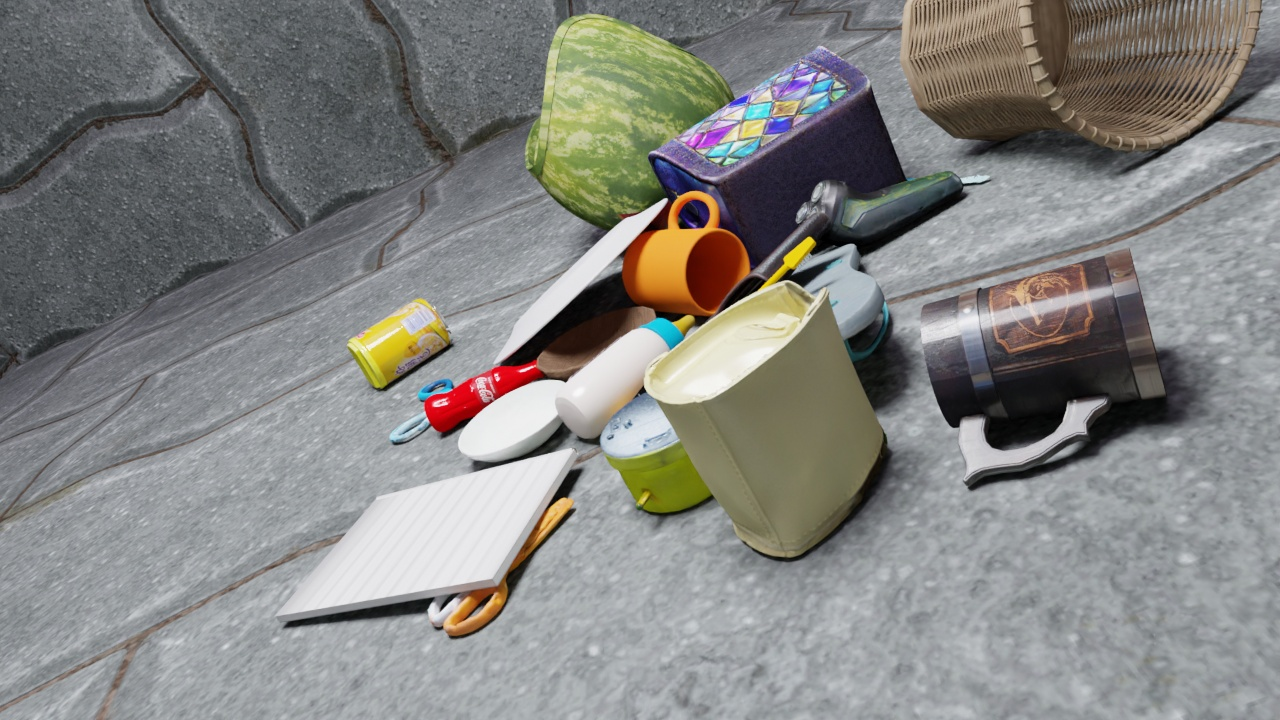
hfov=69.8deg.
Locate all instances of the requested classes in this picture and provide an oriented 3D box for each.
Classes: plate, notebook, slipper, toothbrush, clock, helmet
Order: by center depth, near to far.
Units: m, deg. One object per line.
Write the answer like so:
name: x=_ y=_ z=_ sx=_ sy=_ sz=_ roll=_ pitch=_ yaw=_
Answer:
clock: x=0.020 y=0.050 z=0.617 sx=0.083 sy=0.057 sz=0.119 roll=-23 pitch=24 yaw=10
toothbrush: x=0.057 y=-0.018 z=0.679 sx=0.197 sy=0.030 sz=0.031 roll=-46 pitch=51 yaw=15
notebook: x=-0.157 y=0.129 z=0.680 sx=0.210 sy=0.009 sz=0.142 roll=-16 pitch=23 yaw=29
slipper: x=0.136 y=-0.032 z=0.694 sx=0.098 sy=0.055 sz=0.268 roll=-25 pitch=11 yaw=15
plate: x=-0.101 y=0.056 z=0.772 sx=0.104 sy=0.026 sz=0.104 roll=-22 pitch=24 yaw=10
plate: x=-0.066 y=-0.085 z=0.933 sx=0.243 sy=0.016 sz=0.242 roll=-42 pitch=9 yaw=8
helmet: x=-0.003 y=-0.263 z=1.084 sx=0.247 sy=0.214 sz=0.242 roll=8 pitch=58 yaw=-14

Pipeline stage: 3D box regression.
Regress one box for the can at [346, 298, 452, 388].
can: x=-0.281 y=-0.021 z=1.073 sx=0.104 sy=0.068 sz=0.068 roll=-36 pitch=25 yaw=-22

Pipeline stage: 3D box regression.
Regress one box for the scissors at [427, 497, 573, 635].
scissors: x=-0.090 y=0.134 z=0.615 sx=0.064 sy=0.013 sz=0.127 roll=1 pitch=36 yaw=46

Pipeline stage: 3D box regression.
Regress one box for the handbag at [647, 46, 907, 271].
handbag: x=0.131 y=-0.203 z=0.920 sx=0.205 sy=0.125 sz=0.222 roll=-32 pitch=30 yaw=1

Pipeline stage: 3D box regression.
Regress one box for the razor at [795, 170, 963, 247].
razor: x=0.214 y=-0.142 z=0.814 sx=0.151 sy=0.067 sz=0.054 roll=-20 pitch=20 yaw=-6

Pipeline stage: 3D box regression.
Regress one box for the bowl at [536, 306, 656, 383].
bowl: x=-0.035 y=-0.008 z=0.828 sx=0.118 sy=0.030 sz=0.117 roll=-21 pitch=21 yaw=8

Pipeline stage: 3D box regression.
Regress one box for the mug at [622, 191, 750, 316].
mug: x=0.042 y=-0.099 z=0.846 sx=0.077 sy=0.112 sz=0.096 roll=1 pitch=5 yaw=-35

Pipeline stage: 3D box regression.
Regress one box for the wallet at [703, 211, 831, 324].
wallet: x=0.097 y=-0.063 z=0.753 sx=0.099 sy=0.031 sz=0.120 roll=-44 pitch=-3 yaw=-34

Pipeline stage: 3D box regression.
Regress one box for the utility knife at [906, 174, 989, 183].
utility knife: x=0.256 y=-0.172 z=0.895 sx=0.181 sy=0.015 sz=0.022 roll=5 pitch=45 yaw=47

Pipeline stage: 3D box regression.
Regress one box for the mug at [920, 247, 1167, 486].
mug: x=0.217 y=0.006 z=0.494 sx=0.107 sy=0.080 sz=0.115 roll=-14 pitch=52 yaw=29

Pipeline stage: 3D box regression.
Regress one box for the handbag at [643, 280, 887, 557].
handbag: x=0.077 y=0.032 z=0.520 sx=0.111 sy=0.119 sz=0.081 roll=-38 pitch=24 yaw=-17

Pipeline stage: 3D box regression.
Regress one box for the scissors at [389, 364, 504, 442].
scissors: x=-0.198 y=0.038 z=0.934 sx=0.134 sy=0.011 sz=0.138 roll=-33 pitch=22 yaw=-9

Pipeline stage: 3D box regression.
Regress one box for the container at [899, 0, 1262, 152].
container: x=0.359 y=-0.291 z=0.789 sx=0.226 sy=0.227 sz=0.196 roll=-31 pitch=16 yaw=-10

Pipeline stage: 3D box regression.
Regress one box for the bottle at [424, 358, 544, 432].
bottle: x=-0.143 y=0.029 z=0.860 sx=0.119 sy=0.036 sz=0.036 roll=-24 pitch=23 yaw=5

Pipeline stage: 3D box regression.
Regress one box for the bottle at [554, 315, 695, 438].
bottle: x=-0.005 y=0.004 z=0.747 sx=0.145 sy=0.051 sz=0.051 roll=-40 pitch=26 yaw=-28
